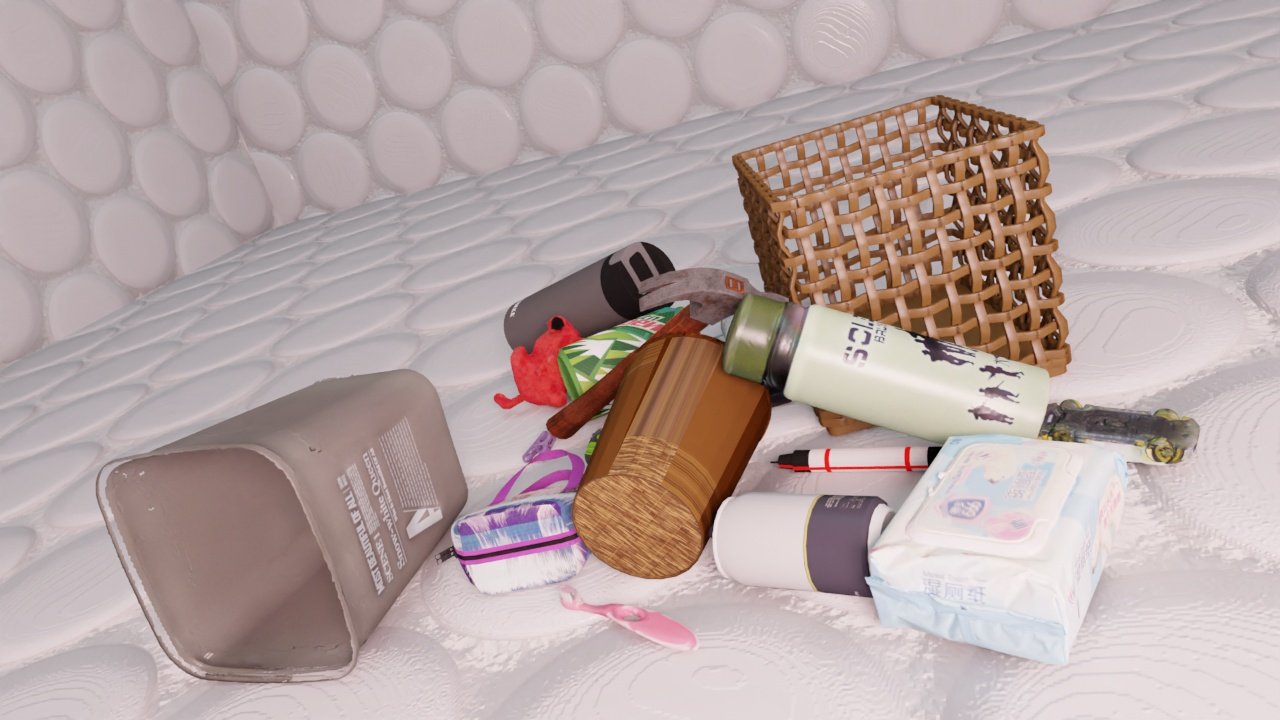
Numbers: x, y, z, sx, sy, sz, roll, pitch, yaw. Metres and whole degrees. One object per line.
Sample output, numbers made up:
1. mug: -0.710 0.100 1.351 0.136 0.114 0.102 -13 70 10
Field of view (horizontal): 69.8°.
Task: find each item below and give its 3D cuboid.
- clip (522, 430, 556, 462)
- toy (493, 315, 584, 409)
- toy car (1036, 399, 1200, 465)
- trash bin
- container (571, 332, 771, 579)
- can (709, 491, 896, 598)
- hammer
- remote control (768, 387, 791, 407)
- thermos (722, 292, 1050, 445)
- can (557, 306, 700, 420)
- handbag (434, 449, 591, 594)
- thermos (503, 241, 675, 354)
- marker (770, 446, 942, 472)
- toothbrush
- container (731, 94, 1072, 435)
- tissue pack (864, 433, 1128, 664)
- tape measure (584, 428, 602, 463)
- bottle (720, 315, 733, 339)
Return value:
1. clip: -0.106 0.089 0.936 0.041 0.014 0.052 -19 24 3
2. toy: -0.103 0.022 1.060 0.133 0.088 0.094 -38 -16 2
3. toy car: 0.336 0.055 0.653 0.106 0.033 0.047 5 28 34
4. trash bin: -0.273 0.119 0.769 0.198 0.197 0.219 -8 17 22
5. container: 0.022 0.077 0.724 0.132 0.132 0.166 -7 29 25
6. can: 0.106 0.122 0.619 0.128 0.064 0.064 -3 25 32
7. hammer: -0.005 0.005 0.839 0.302 0.111 0.028 -39 41 47
8. remote control: 0.078 0.047 0.893 0.136 0.015 0.032 -16 21 4
9. thermos: 0.178 0.010 0.696 0.231 0.082 0.082 16 29 9
10. can: -0.009 0.001 0.979 0.144 0.083 0.083 -22 22 -12
11. handbag: -0.088 0.123 0.786 0.145 0.068 0.169 -13 15 10
12. thermos: -0.065 -0.066 1.097 0.241 0.082 0.082 -20 13 47
13. marker: 0.172 0.080 0.735 0.146 0.019 0.019 -5 25 29
14. toothbrush: -0.012 0.178 0.639 0.135 0.016 0.021 4 30 44
15. container: 0.232 -0.101 0.863 0.219 0.214 0.251 -16 21 4
16. tissue pack: 0.225 0.103 0.568 0.112 0.070 0.181 0 27 39
17. tape measure: -0.017 0.083 0.853 0.066 0.036 0.058 -11 13 24
18. bottle: 0.115 -0.030 0.973 0.053 0.053 0.186 -16 19 3
